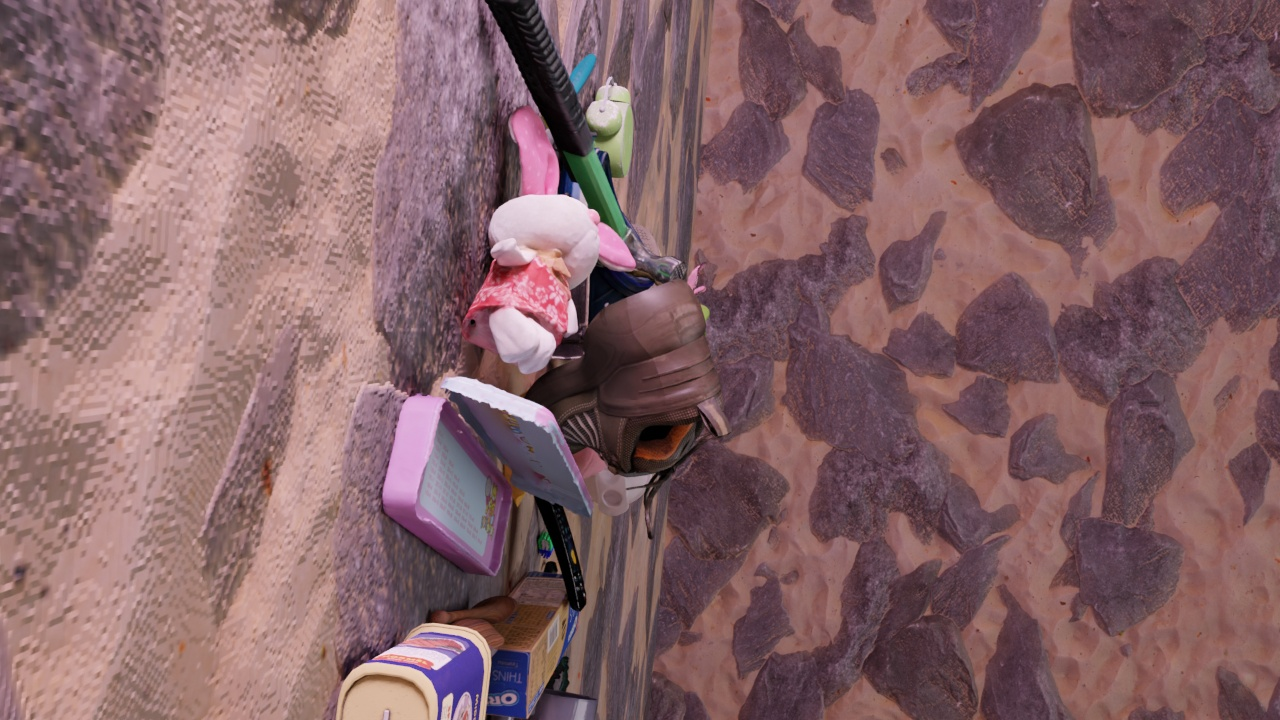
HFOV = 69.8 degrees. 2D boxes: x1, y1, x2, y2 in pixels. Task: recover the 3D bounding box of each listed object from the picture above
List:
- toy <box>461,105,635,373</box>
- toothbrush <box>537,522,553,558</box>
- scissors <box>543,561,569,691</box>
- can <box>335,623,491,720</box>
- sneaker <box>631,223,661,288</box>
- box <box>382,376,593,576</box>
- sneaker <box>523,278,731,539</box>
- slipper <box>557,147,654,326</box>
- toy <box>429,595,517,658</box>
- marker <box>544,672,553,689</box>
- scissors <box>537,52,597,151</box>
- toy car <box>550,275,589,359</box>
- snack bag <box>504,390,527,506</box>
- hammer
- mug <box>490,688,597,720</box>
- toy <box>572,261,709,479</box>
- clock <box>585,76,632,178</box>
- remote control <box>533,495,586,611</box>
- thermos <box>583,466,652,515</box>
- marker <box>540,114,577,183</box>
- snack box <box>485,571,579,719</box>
[{"bbox_3d":[-0.069,-0.072,0.648,0.159,0.084,0.193,54,35,-35],"label":"toy"},{"bbox_3d":[-0.095,0.123,0.894,0.016,0.015,0.187,-68,162,-53],"label":"toothbrush"},{"bbox_3d":[-0.099,0.316,1.009,0.201,0.015,0.201,35,62,-80],"label":"scissors"},{"bbox_3d":[-0.127,0.214,0.508,0.092,0.056,0.116,36,60,-81],"label":"can"},{"bbox_3d":[-0.014,-0.039,1.096,0.102,0.089,0.241,57,38,-70],"label":"sneaker"},{"bbox_3d":[-0.085,0.086,0.604,0.214,0.092,0.089,80,16,-66],"label":"box"},{"bbox_3d":[0.002,0.050,0.666,0.143,0.100,0.239,61,-30,9],"label":"sneaker"},{"bbox_3d":[-0.032,-0.093,0.935,0.104,0.095,0.253,-80,169,-51],"label":"slipper"},{"bbox_3d":[-0.119,0.196,0.645,0.102,0.042,0.054,41,32,-72],"label":"toy"},{"bbox_3d":[-0.100,0.344,0.932,0.023,0.021,0.145,-12,111,-42],"label":"marker"},{"bbox_3d":[-0.062,-0.227,0.824,0.155,0.019,0.124,16,85,-77],"label":"scissors"},{"bbox_3d":[-0.070,-0.057,0.882,0.039,0.039,0.113,-129,-140,-69],"label":"toy car"},{"bbox_3d":[-0.102,0.073,0.767,0.026,0.020,0.099,-52,147,-63],"label":"snack bag"},{"bbox_3d":[-0.051,-0.166,0.715,0.032,0.130,0.319,-54,153,-15],"label":"hammer"},{"bbox_3d":[-0.099,0.353,0.830,0.124,0.084,0.103,35,60,-55],"label":"mug"},{"bbox_3d":[-0.005,0.005,0.855,0.237,0.087,0.190,-52,-168,-21],"label":"toy"},{"bbox_3d":[-0.034,-0.247,0.999,0.094,0.042,0.119,-78,170,-52],"label":"clock"},{"bbox_3d":[-0.076,0.148,0.817,0.041,0.020,0.152,27,44,-83],"label":"remote control"},{"bbox_3d":[-0.030,0.106,1.154,0.220,0.099,0.099,-79,172,-74],"label":"thermos"},{"bbox_3d":[-0.067,-0.192,0.769,0.124,0.021,0.017,67,44,-61],"label":"marker"},{"bbox_3d":[-0.097,0.238,0.791,0.206,0.056,0.057,-22,115,-82],"label":"snack box"}]
